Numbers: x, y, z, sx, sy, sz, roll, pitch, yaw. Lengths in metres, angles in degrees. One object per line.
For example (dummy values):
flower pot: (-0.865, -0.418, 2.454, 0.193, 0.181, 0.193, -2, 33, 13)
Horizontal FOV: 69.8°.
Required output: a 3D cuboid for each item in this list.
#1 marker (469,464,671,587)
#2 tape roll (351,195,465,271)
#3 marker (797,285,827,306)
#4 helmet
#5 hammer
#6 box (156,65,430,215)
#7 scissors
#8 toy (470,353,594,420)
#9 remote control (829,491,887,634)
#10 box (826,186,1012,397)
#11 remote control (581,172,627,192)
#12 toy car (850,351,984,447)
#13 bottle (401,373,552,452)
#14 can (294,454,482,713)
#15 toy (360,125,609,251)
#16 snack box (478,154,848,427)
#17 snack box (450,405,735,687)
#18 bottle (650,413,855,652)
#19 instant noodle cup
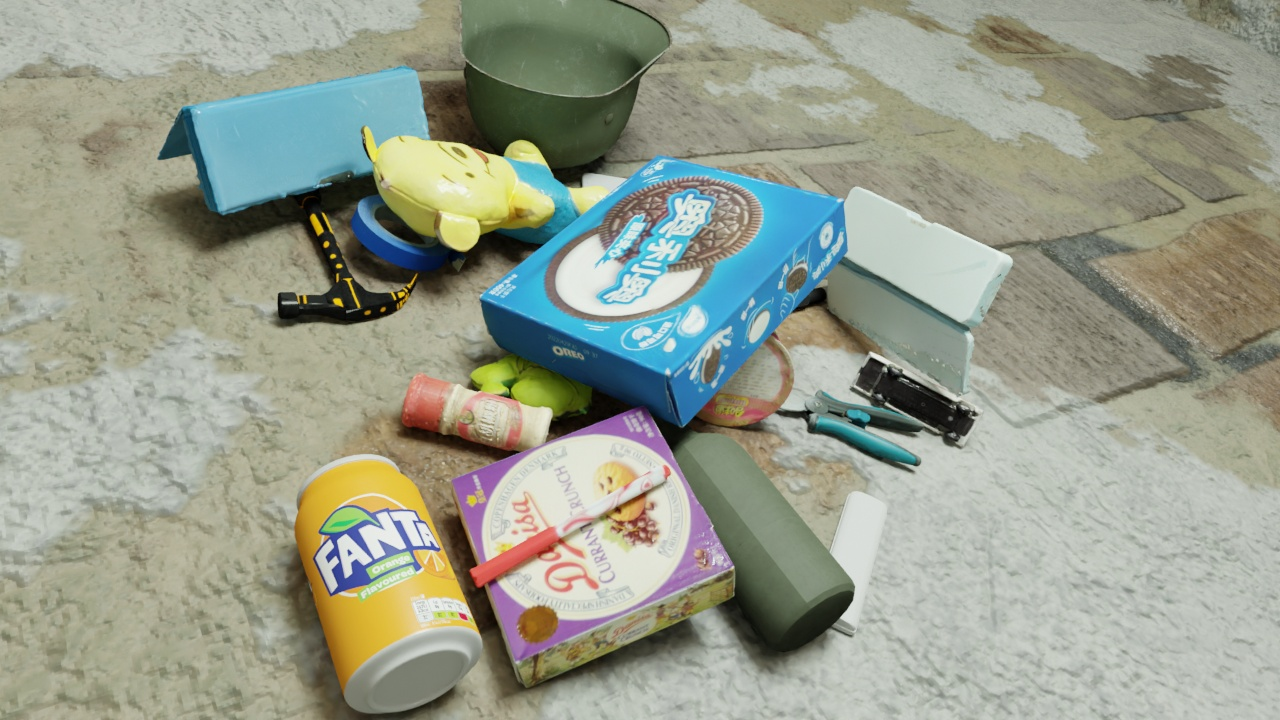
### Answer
marker: (-0.042, 0.102, 0.578, 0.142, 0.013, 0.013, -27, 54, -17)
tape roll: (-0.215, -0.116, 0.832, 0.092, 0.016, 0.091, 0, 42, -50)
marker: (0.201, -0.071, 0.951, 0.140, 0.016, 0.016, -13, 48, -31)
helmet: (-0.096, -0.296, 0.997, 0.227, 0.154, 0.267, 19, 35, 4)
hammer: (-0.303, -0.147, 0.852, 0.123, 0.036, 0.320, -7, 47, -32)
box: (-0.315, -0.208, 0.845, 0.102, 0.094, 0.230, 11, 29, 38)
scissors: (0.182, 0.052, 0.802, 0.153, 0.019, 0.128, -10, 45, -27)
toy: (-0.082, 0.018, 0.736, 0.093, 0.036, 0.094, 34, 41, 31)
remote control: (0.159, 0.147, 0.687, 0.033, 0.012, 0.130, 24, 41, 9)
box: (0.237, -0.068, 0.831, 0.049, 0.137, 0.197, -5, 29, -25)
remote control: (0.007, -0.184, 1.019, 0.146, 0.008, 0.045, 7, 41, -12)
toy car: (0.252, 0.033, 0.835, 0.113, 0.039, 0.039, 29, 20, 13)
bottle: (-0.122, 0.042, 0.689, 0.109, 0.044, 0.044, 15, 40, -3)
can: (-0.154, 0.130, 0.547, 0.079, 0.079, 0.142, -11, 47, -29)
toy: (-0.148, -0.154, 0.852, 0.149, 0.084, 0.213, 37, 30, 31)
snack box: (0.022, -0.069, 0.737, 0.196, 0.056, 0.238, 22, 52, 35)
snack box: (-0.034, 0.116, 0.602, 0.148, 0.041, 0.143, -21, 50, -12)
bottle: (0.063, 0.105, 0.658, 0.071, 0.072, 0.206, -14, 49, -31)
instant noodle cup: (0.077, -0.014, 0.790, 0.097, 0.098, 0.108, 11, 32, -6)
